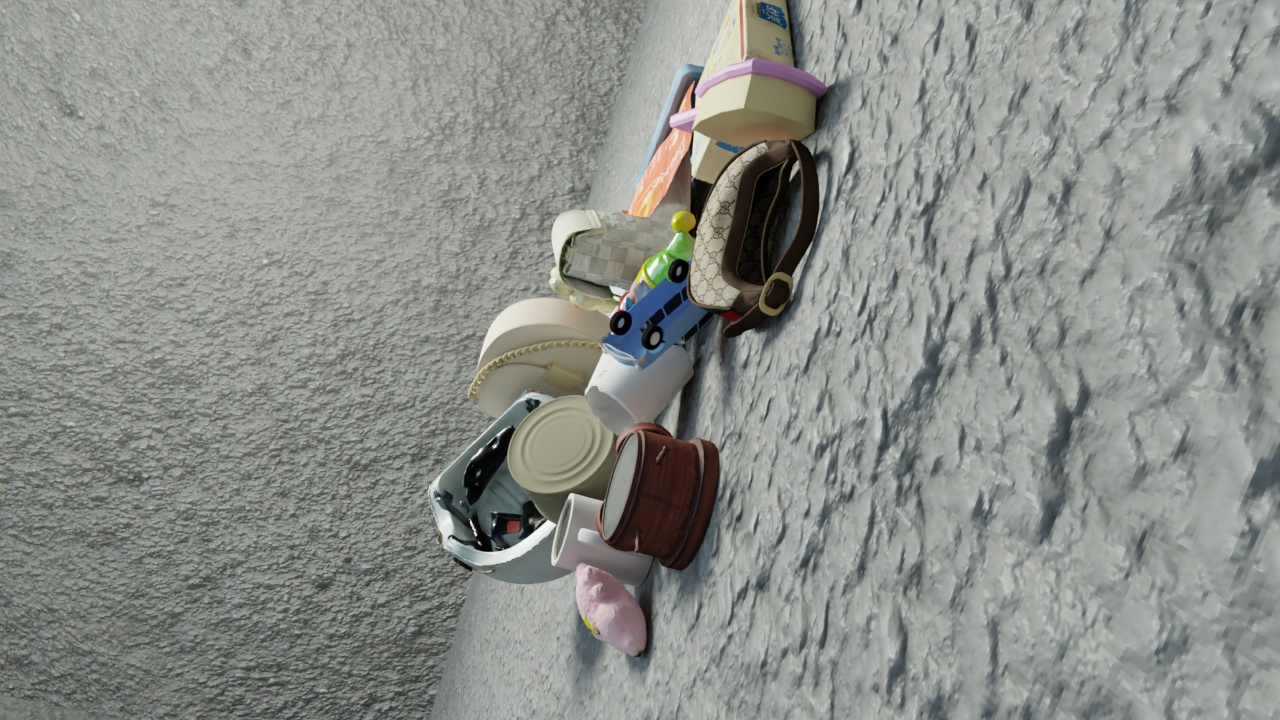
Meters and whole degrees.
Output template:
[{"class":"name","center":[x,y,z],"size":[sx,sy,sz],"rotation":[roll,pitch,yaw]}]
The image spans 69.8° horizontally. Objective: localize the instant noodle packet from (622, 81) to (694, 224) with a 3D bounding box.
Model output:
[{"class":"instant noodle packet","center":[0.031,-0.225,1.167],"size":[0.164,0.084,0.221],"rotation":[-84,9,-47]}]

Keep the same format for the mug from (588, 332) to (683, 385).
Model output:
[{"class":"mug","center":[-0.006,0.006,1.062],"size":[0.082,0.082,0.106],"rotation":[-88,18,-53]}]

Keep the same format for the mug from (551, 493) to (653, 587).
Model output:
[{"class":"mug","center":[-0.034,0.180,0.914],"size":[0.105,0.089,0.073],"rotation":[151,135,-76]}]

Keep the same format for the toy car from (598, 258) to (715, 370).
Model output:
[{"class":"toy car","center":[0.029,-0.044,0.880],"size":[0.153,0.056,0.055],"rotation":[-43,-43,-23]}]

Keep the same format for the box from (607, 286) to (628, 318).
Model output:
[{"class":"box","center":[-0.027,-0.096,1.387],"size":[0.231,0.066,0.158],"rotation":[131,130,-67]}]

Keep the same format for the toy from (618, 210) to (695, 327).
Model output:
[{"class":"toy","center":[0.023,-0.086,0.962],"size":[0.132,0.124,0.097],"rotation":[-36,74,57]}]

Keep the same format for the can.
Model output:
[{"class":"can","center":[-0.074,0.109,1.006],"size":[0.073,0.128,0.127],"rotation":[61,-150,-48]}]

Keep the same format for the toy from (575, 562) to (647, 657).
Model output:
[{"class":"toy","center":[-0.031,0.234,0.867],"size":[0.050,0.093,0.102],"rotation":[-34,3,-18]}]

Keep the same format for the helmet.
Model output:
[{"class":"helmet","center":[-0.125,0.181,1.153],"size":[0.236,0.163,0.264],"rotation":[-48,35,-9]}]

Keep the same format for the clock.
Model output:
[{"class":"clock","center":[0.010,0.119,0.825],"size":[0.158,0.072,0.120],"rotation":[177,109,-78]}]

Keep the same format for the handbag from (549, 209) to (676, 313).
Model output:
[{"class":"handbag","center":[-0.019,-0.108,1.076],"size":[0.112,0.171,0.123],"rotation":[-115,34,-64]}]

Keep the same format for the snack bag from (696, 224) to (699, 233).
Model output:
[{"class":"snack bag","center":[0.086,-0.150,1.000],"size":[0.196,0.016,0.070],"rotation":[-103,33,-70]}]

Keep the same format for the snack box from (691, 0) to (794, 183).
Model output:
[{"class":"snack box","center":[0.110,-0.311,1.016],"size":[0.206,0.055,0.154],"rotation":[-84,14,-46]}]

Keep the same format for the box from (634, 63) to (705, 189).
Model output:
[{"class":"box","center":[0.068,-0.310,1.246],"size":[0.120,0.049,0.210],"rotation":[-27,-25,-40]}]

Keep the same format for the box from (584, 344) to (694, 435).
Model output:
[{"class":"box","center":[0.015,0.055,0.940],"size":[0.136,0.143,0.083],"rotation":[-45,0,-26]}]

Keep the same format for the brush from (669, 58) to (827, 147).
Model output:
[{"class":"brush","center":[0.083,-0.228,0.862],"size":[0.229,0.089,0.043],"rotation":[-172,93,-67]}]

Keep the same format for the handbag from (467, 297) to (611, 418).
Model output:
[{"class":"handbag","center":[-0.115,0.012,1.260],"size":[0.209,0.210,0.103],"rotation":[-54,21,36]}]

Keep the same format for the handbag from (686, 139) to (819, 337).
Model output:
[{"class":"handbag","center":[0.098,-0.103,0.765],"size":[0.139,0.063,0.166],"rotation":[-22,51,65]}]
